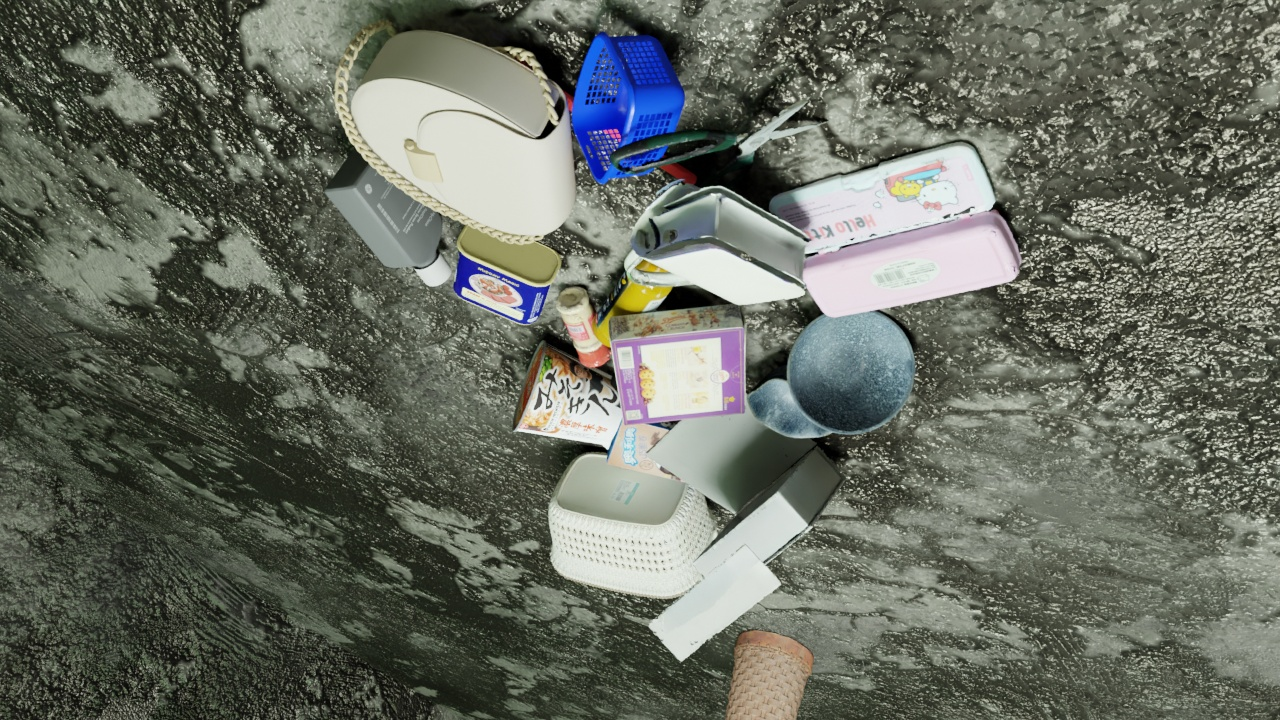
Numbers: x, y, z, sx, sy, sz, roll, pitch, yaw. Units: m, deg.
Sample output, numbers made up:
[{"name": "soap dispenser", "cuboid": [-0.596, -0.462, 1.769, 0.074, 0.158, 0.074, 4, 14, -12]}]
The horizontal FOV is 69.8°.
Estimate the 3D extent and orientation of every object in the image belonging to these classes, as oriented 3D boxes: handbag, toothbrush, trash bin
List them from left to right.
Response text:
[{"name": "handbag", "cuboid": [-0.164, -0.218, 0.883, 0.208, 0.103, 0.211, 18, 156, 8]}, {"name": "toothbrush", "cuboid": [-0.034, -0.228, 0.870, 0.212, 0.017, 0.012, 29, 145, -17]}, {"name": "handbag", "cuboid": [0.054, -0.106, 0.875, 0.151, 0.074, 0.176, 19, 161, -41]}, {"name": "trash bin", "cuboid": [0.230, 0.635, 1.716, 0.151, 0.209, 0.151, 14, 144, 10]}]

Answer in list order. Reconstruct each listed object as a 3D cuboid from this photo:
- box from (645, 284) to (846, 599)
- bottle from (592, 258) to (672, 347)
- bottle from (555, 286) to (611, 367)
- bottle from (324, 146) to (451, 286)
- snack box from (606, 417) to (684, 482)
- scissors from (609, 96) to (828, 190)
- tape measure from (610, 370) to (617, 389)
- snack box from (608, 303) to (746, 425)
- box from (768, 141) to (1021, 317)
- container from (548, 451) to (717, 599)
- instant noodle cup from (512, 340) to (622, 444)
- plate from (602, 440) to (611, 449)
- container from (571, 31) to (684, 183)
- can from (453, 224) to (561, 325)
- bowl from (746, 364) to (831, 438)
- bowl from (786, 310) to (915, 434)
[{"name": "box", "cuboid": [0.098, 0.084, 1.217, 0.173, 0.421, 0.168, 8, 134, -48]}, {"name": "bottle", "cuboid": [0.001, -0.079, 1.015, 0.053, 0.053, 0.187, 27, 145, -9]}, {"name": "bottle", "cuboid": [-0.068, -0.040, 1.112, 0.044, 0.044, 0.109, 5, 141, 22]}, {"name": "bottle", "cuboid": [-0.270, -0.154, 1.029, 0.046, 0.083, 0.174, 0, 141, 28]}, {"name": "snack box", "cuboid": [0.038, 0.116, 1.234, 0.151, 0.034, 0.087, 14, 127, -7]}, {"name": "scissors", "cuboid": [0.055, -0.178, 0.799, 0.202, 0.015, 0.202, -7, 165, -34]}, {"name": "tape measure", "cuboid": [-0.007, 0.006, 1.125, 0.034, 0.061, 0.062, 32, 160, -14]}, {"name": "snack box", "cuboid": [0.045, 0.008, 1.040, 0.148, 0.040, 0.144, -6, 135, 1]}, {"name": "box", "cuboid": [0.235, -0.114, 0.860, 0.202, 0.037, 0.152, -12, 133, 37]}, {"name": "container", "cuboid": [-0.017, 0.234, 1.343, 0.246, 0.184, 0.143, 6, 133, 19]}, {"name": "instant noodle cup", "cuboid": [-0.089, 0.051, 1.191, 0.121, 0.123, 0.124, 19, 146, -13]}, {"name": "plate", "cuboid": [-0.010, 0.104, 1.289, 0.104, 0.026, 0.104, 15, 145, 11]}, {"name": "container", "cuboid": [-0.010, -0.219, 0.796, 0.058, 0.096, 0.114, -12, 156, -24]}, {"name": "can", "cuboid": [-0.159, -0.100, 1.067, 0.116, 0.056, 0.092, 23, 146, -3]}, {"name": "bowl", "cuboid": [0.184, 0.041, 1.077, 0.110, 0.055, 0.110, 14, 145, 10]}, {"name": "bowl", "cuboid": [0.222, 0.008, 0.996, 0.137, 0.137, 0.057, 24, -174, -5]}]
